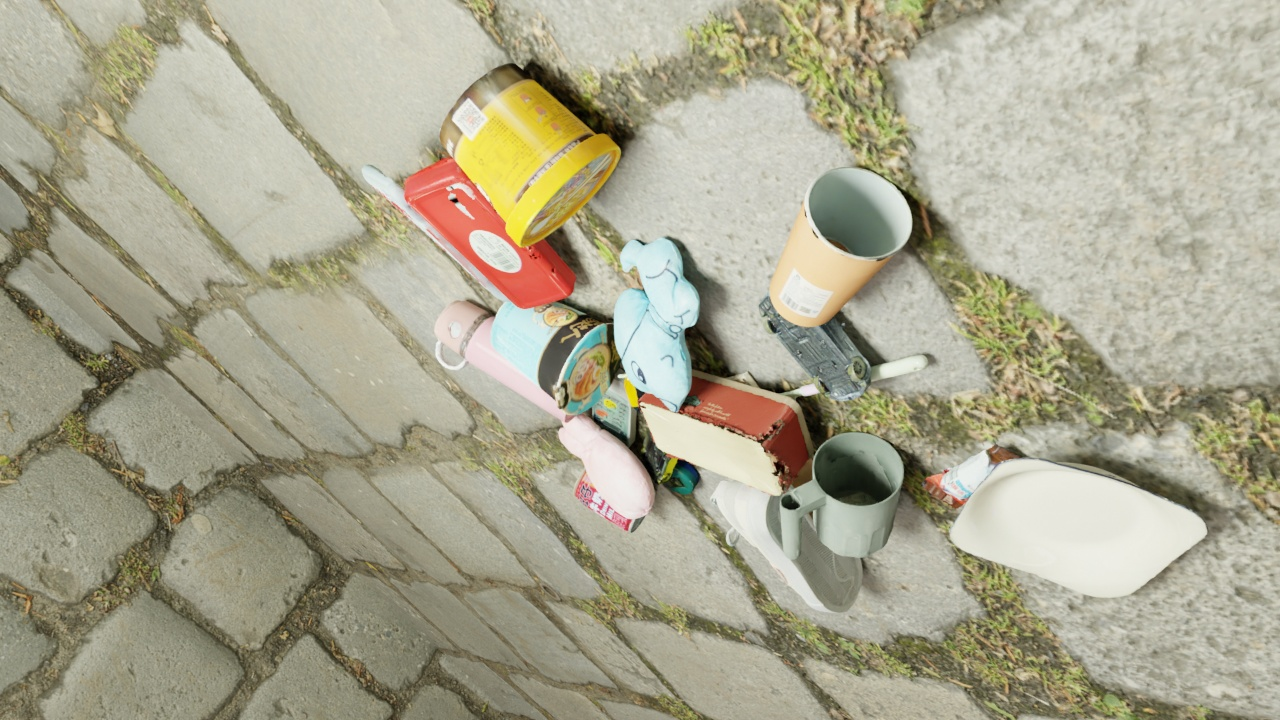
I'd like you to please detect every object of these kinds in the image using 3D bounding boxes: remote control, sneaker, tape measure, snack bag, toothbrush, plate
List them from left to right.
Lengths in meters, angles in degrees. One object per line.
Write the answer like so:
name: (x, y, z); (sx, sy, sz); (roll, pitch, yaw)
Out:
remote control: (-0.031, 0.053, 1.092); (0.056, 0.019, 0.135); (28, 148, 17)
tape measure: (0.043, 0.141, 1.125); (0.058, 0.025, 0.055); (47, 149, -15)
sneaker: (0.158, 0.201, 0.999); (0.091, 0.089, 0.242); (4, 147, 44)
toothbrush: (0.185, 0.021, 0.829); (0.029, 0.020, 0.190); (19, 158, -27)
snack bag: (0.298, 0.103, 0.814); (0.048, 0.026, 0.104); (30, 150, -8)
plate: (0.356, 0.131, 0.762); (0.164, 0.034, 0.165); (19, 143, 8)

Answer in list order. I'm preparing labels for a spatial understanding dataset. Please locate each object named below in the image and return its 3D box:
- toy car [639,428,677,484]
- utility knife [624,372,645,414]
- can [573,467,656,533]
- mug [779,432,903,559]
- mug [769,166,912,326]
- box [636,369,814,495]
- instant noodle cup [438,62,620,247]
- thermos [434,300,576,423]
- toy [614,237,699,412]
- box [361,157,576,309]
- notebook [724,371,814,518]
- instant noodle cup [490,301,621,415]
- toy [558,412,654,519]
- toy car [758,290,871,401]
toy car: (0.028, 0.104, 1.075); (0.048, 0.032, 0.105); (54, 148, 27)
utility knife: (-0.006, 0.006, 0.993); (0.033, 0.015, 0.154); (-8, 134, 4)
can: (-0.035, 0.176, 1.211); (0.094, 0.066, 0.067); (29, 148, 14)
mug: (0.190, 0.140, 0.887); (0.103, 0.124, 0.083); (78, 165, -50)
mug: (0.143, -0.078, 0.694); (0.078, 0.078, 0.123); (34, 153, 7)
box: (0.079, 0.074, 0.919); (0.168, 0.077, 0.091); (17, 143, 40)
instant noodle cup: (-0.097, -0.176, 0.775); (0.114, 0.118, 0.119); (46, 149, 1)
thermos: (-0.158, 0.006, 1.101); (0.198, 0.087, 0.067); (30, -167, 11)
toy: (0.012, -0.031, 0.877); (0.157, 0.049, 0.161); (-37, 77, 54)
box: (-0.170, -0.122, 0.908); (0.160, 0.065, 0.201); (5, 154, 35)
notebook: (0.126, 0.101, 1.001); (0.211, 0.012, 0.150); (49, 148, -18)
instant noodle cup: (-0.096, -0.017, 0.994); (0.120, 0.111, 0.111); (31, 149, 26)
toy: (-0.041, 0.127, 1.127); (0.159, 0.054, 0.121); (46, 153, 14)
toy car: (0.153, -0.018, 0.790); (0.120, 0.036, 0.054); (51, 146, -8)
